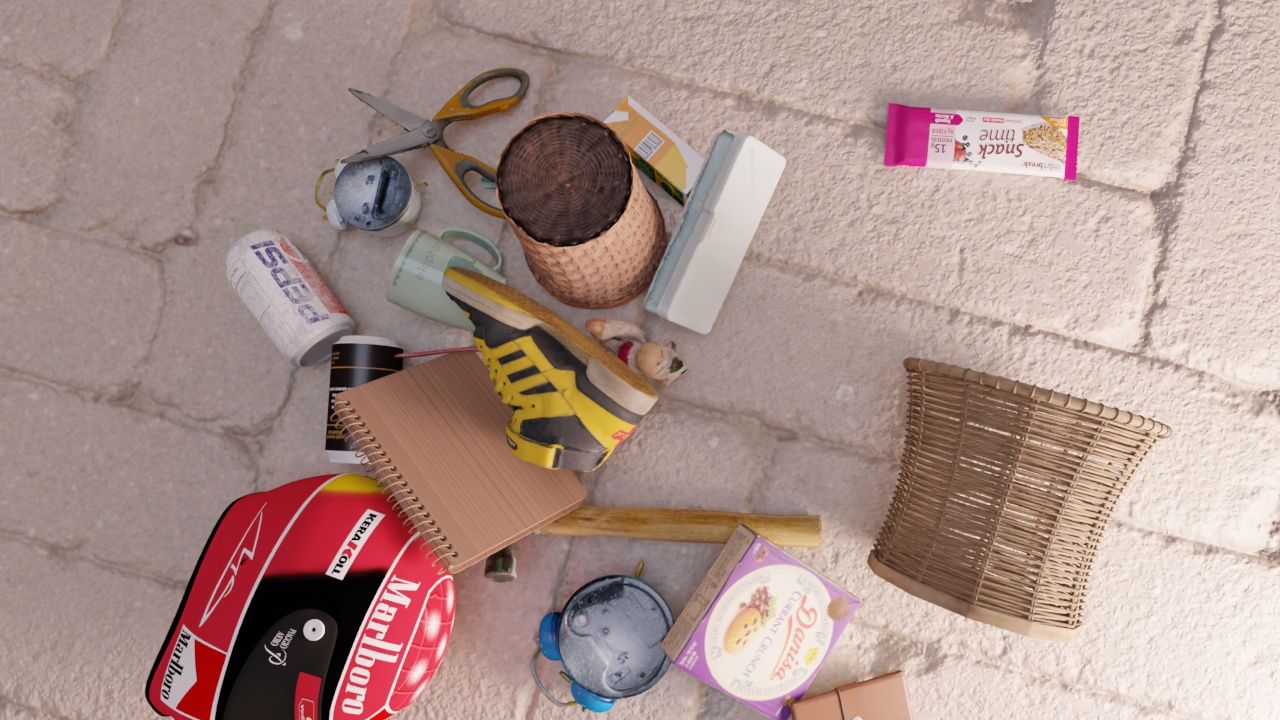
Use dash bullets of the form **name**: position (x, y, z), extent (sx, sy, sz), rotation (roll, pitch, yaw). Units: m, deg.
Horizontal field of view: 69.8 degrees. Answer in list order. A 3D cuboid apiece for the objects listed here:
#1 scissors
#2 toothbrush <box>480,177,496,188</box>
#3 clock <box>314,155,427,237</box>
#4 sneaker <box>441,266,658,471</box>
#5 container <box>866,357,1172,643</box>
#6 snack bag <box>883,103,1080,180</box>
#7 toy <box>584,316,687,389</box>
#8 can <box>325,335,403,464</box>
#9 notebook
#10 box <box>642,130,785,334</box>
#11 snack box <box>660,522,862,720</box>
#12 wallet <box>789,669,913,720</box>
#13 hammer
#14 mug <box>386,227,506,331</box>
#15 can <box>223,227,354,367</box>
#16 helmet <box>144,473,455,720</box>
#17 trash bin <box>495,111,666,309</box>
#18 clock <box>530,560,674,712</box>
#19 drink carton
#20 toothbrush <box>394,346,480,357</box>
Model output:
- **scissors**: position (-0.198, -0.229, 0.965), extent (0.225, 0.016, 0.226), rotation (-28, 83, -18)
- **toothbrush**: position (-0.106, -0.204, 0.987), extent (0.135, 0.017, 0.022), rotation (-11, 76, 3)
- **clock**: position (-0.291, -0.176, 0.977), extent (0.117, 0.057, 0.083), rotation (12, 85, 5)
- **sneaker**: position (-0.110, 0.015, 0.879), extent (0.238, 0.086, 0.122), rotation (34, 99, 10)
- **container**: position (0.325, 0.122, 0.827), extent (0.227, 0.227, 0.196), rotation (16, 92, 5)
- **snack bag**: position (0.356, -0.229, 0.958), extent (0.196, 0.016, 0.070), rotation (6, 86, 4)
- **toy**: position (-0.006, 0.005, 0.929), extent (0.106, 0.074, 0.085), rotation (9, 84, 11)
- **can**: position (-0.285, 0.042, 0.947), extent (0.072, 0.072, 0.128), rotation (2, 84, 4)
- **notebook**: position (-0.178, 0.089, 0.885), extent (0.168, 0.022, 0.210), rotation (-24, 63, -39)
- **box**: position (0.077, -0.126, 0.920), extent (0.085, 0.070, 0.199), rotation (22, 96, -11)
- **snack box**: position (0.117, 0.254, 0.882), extent (0.148, 0.040, 0.143), rotation (34, 87, -21)
- **wallet**: position (0.209, 0.358, 0.890), extent (0.121, 0.013, 0.087), rotation (-12, 91, -12)
- **hammer**: position (0.016, 0.162, 0.918), extent (0.330, 0.033, 0.132), rotation (3, 54, -2)
- **mug**: position (-0.192, -0.089, 0.956), extent (0.104, 0.084, 0.111), rotation (24, 57, -4)
- **can**: position (-0.368, -0.065, 0.960), extent (0.078, 0.078, 0.136), rotation (-38, 83, -1)
- **helmet**: position (-0.293, 0.243, 0.860), extent (0.225, 0.198, 0.270), rotation (19, 79, 9)
- **trash bin**: position (-0.053, -0.137, 0.880), extent (0.151, 0.210, 0.151), rotation (0, 85, 4)
- **clock**: position (-0.037, 0.280, 0.912), extent (0.161, 0.060, 0.117), rotation (-34, 84, 1)
- **drink carton**: position (0.016, -0.218, 0.959), extent (0.122, 0.058, 0.041), rotation (41, 88, 7)
- **toothbrush**: position (-0.159, -0.013, 0.949), extent (0.184, 0.015, 0.015), rotation (-4, 79, -13)
